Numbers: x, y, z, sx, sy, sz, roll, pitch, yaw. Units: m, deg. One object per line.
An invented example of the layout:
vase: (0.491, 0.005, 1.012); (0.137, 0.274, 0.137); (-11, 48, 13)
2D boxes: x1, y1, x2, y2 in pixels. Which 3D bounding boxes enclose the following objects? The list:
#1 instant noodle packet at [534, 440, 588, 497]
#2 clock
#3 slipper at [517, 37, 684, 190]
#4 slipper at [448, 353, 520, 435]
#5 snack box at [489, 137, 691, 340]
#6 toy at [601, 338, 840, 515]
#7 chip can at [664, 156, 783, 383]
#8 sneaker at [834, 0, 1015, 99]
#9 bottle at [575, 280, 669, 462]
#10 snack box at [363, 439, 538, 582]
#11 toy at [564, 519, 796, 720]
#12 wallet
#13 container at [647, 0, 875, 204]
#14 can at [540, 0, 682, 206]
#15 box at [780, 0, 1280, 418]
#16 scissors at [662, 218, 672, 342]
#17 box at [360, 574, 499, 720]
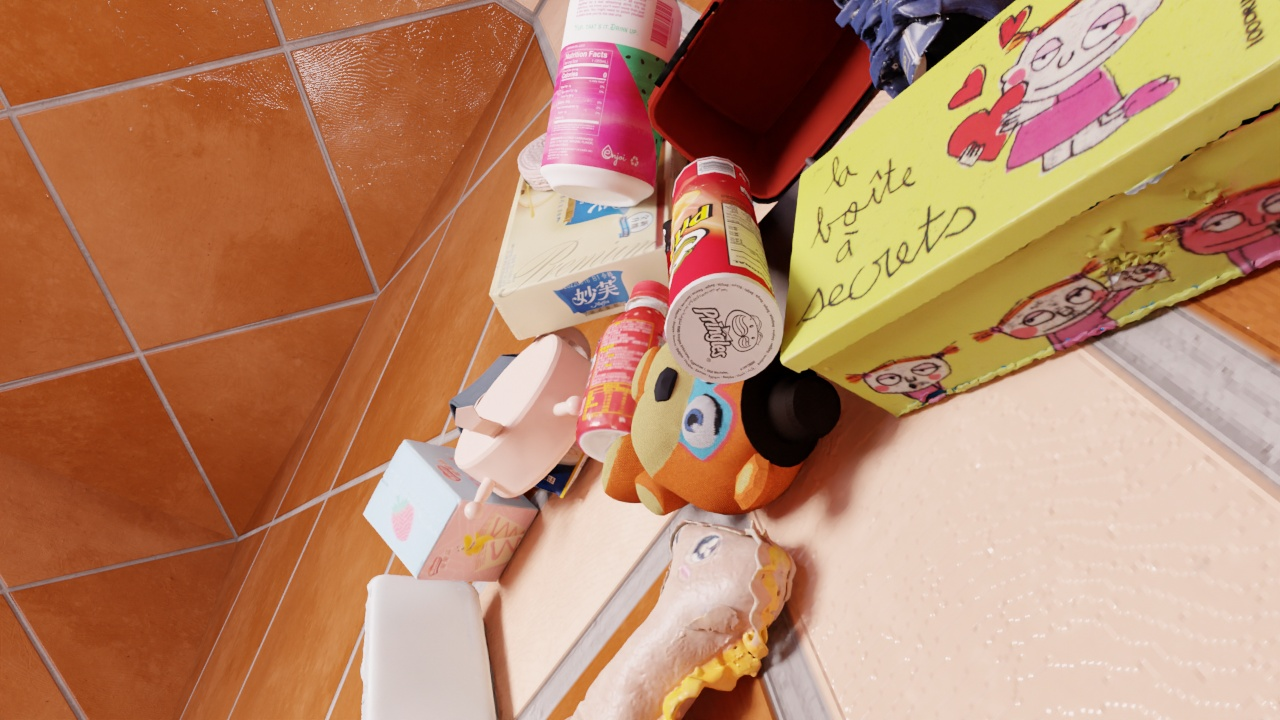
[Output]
instant noodle packet: (-0.069, 0.071, 0.772); (0.087, 0.026, 0.134); (-63, 21, -15)
clock: (-0.099, 0.037, 0.738); (0.131, 0.086, 0.160); (-46, 13, 15)
slipper: (-0.006, -0.232, 0.797); (0.239, 0.064, 0.094); (-28, 37, 2)
slipper: (-0.149, 0.074, 0.879); (0.101, 0.082, 0.263); (3, 67, 64)
snack box: (-0.036, -0.121, 0.788); (0.153, 0.055, 0.206); (-15, 41, 17)
toy: (0.042, 0.032, 0.498); (0.176, 0.096, 0.112); (-7, 58, 51)
chip can: (0.041, -0.060, 0.498); (0.052, 0.052, 0.214); (-53, 14, 23)
sneaker: (0.105, -0.200, 0.482); (0.091, 0.233, 0.118); (84, -162, -72)
bottle: (-0.004, 0.004, 0.661); (0.062, 0.062, 0.137); (-35, 34, 50)
snack box: (-0.160, 0.129, 0.775); (0.093, 0.094, 0.079); (36, 99, 36)
toy: (-0.002, 0.206, 0.435); (0.264, 0.065, 0.196); (-51, 31, 9)
wallet: (0.088, -0.054, 0.553); (0.116, 0.018, 0.091); (-50, 43, 23)
container: (0.081, -0.187, 0.606); (0.148, 0.127, 0.200); (-51, 14, 28)
can: (-0.021, -0.207, 0.703); (0.088, 0.088, 0.166); (-172, 92, -67)
box: (0.156, -0.072, 0.366); (0.222, 0.082, 0.124); (-31, 38, 51)
scissors: (0.049, -0.037, 0.619); (0.179, 0.015, 0.196); (-41, 46, 13)
box: (-0.166, 0.249, 0.678); (0.130, 0.105, 0.211); (-63, 21, 8)
